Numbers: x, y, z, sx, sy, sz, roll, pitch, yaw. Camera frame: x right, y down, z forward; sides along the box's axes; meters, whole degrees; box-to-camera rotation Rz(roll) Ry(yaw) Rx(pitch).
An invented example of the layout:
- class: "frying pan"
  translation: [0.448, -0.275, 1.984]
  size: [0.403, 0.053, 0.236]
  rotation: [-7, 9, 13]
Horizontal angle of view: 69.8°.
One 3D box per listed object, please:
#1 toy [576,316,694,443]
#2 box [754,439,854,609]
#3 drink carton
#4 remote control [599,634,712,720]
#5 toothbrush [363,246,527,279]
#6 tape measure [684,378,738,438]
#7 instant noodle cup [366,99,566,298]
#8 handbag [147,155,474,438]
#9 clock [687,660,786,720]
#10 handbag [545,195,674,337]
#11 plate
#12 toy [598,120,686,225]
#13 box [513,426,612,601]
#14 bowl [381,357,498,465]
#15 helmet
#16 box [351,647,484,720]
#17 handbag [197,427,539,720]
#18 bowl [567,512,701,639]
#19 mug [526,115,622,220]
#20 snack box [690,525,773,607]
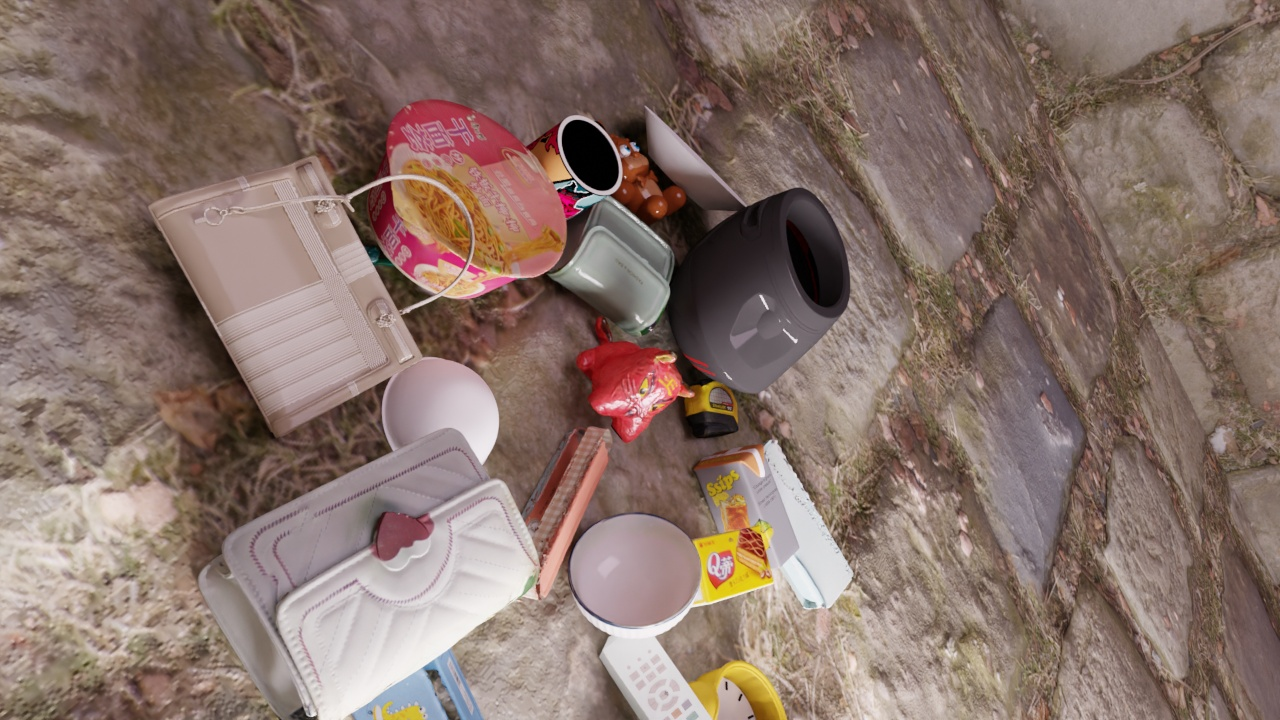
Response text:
- class: "toy"
  translation: [-0.005, 0.005, 0.901]
  size: [0.088, 0.094, 0.132]
  rotation: [46, 15, -44]
- class: "box"
  translation: [0.168, 0.191, 1.051]
  size: [0.082, 0.066, 0.199]
  rotation: [-34, 100, -23]
- class: "drink carton"
  translation: [0.114, 0.157, 0.982]
  size: [0.048, 0.076, 0.125]
  rotation: [-27, 98, -49]
- class: "remote control"
  translation: [0.019, 0.304, 0.819]
  size: [0.049, 0.024, 0.143]
  rotation: [-28, 74, -34]
- class: "toothbrush"
  translation: [-0.174, -0.086, 0.820]
  size: [0.189, 0.017, 0.016]
  rotation: [-1, 71, -47]
- class: "tape measure"
  translation: [0.076, 0.053, 1.010]
  size: [0.065, 0.037, 0.064]
  rotation: [0, 74, -49]
- class: "instant noodle cup"
  translation: [-0.157, -0.130, 0.794]
  size: [0.178, 0.078, 0.178]
  rotation: [27, 45, -32]
- class: "handbag"
  translation: [-0.215, -0.067, 0.671]
  size: [0.197, 0.062, 0.175]
  rotation: [-29, 96, -18]
- class: "clock"
  translation: [0.085, 0.352, 0.876]
  size: [0.151, 0.052, 0.113]
  rotation: [4, 61, -50]
- class: "handbag"
  translation: [-0.027, -0.098, 0.944]
  size: [0.122, 0.067, 0.106]
  rotation: [37, 51, -31]
- class: "plate"
  translation: [0.055, -0.222, 1.071]
  size: [0.174, 0.036, 0.173]
  rotation: [42, 13, -13]
- class: "toy"
  translation: [-0.011, -0.210, 1.013]
  size: [0.127, 0.065, 0.094]
  rotation: [58, 33, -4]
- class: "box"
  translation: [-0.078, 0.134, 0.824]
  size: [0.187, 0.062, 0.058]
  rotation: [-62, 145, -44]
- class: "bowl"
  translation: [-0.156, 0.044, 0.765]
  size: [0.109, 0.041, 0.109]
  rotation: [21, 59, -40]
- class: "helmet"
  translation: [0.117, -0.070, 1.006]
  size: [0.164, 0.170, 0.263]
  rotation: [50, 37, -22]
- class: "box"
  translation: [-0.136, 0.313, 0.682]
  size: [0.074, 0.078, 0.209]
  rotation: [-179, -115, -87]
- class: "handbag"
  translation: [-0.178, 0.147, 0.637]
  size: [0.198, 0.096, 0.142]
  rotation: [-29, 81, -47]
- class: "bowl"
  translation: [-0.006, 0.202, 0.825]
  size: [0.062, 0.118, 0.117]
  rotation: [91, 21, -45]
- class: "mug"
  translation: [-0.075, -0.192, 0.908]
  size: [0.082, 0.098, 0.117]
  rotation: [45, 46, -24]
- class: "snack box"
  translation: [0.064, 0.204, 0.898]
  size: [0.105, 0.084, 0.061]
  rotation: [0, 72, -46]
